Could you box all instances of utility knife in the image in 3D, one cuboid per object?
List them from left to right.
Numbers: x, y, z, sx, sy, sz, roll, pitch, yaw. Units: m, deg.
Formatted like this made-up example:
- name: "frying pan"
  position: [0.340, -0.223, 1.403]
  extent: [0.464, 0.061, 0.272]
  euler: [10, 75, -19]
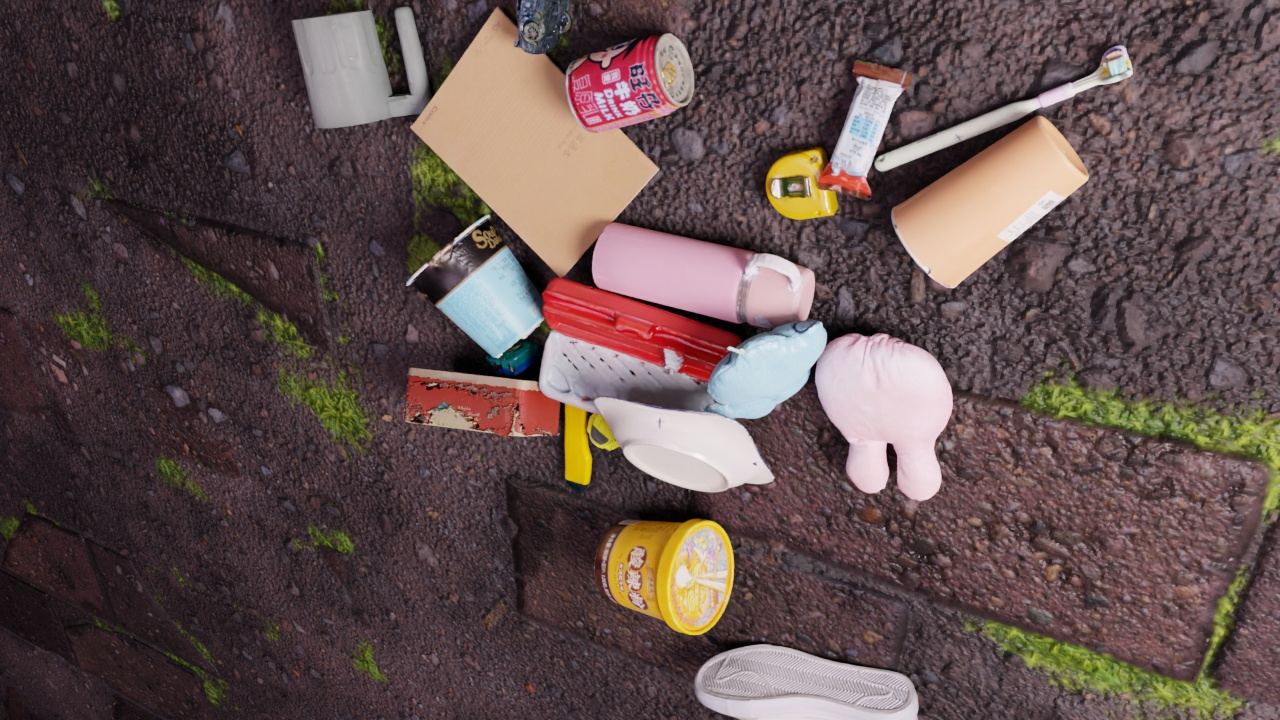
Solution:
- name: "utility knife"
  position: [-0.069, 0.084, 1.028]
  extent: [0.033, 0.015, 0.154]
  euler: [13, 121, 18]

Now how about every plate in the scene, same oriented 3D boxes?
- name: "plate"
  position: [0.039, 0.091, 0.901]
  extent: [0.164, 0.034, 0.163]
  euler: [9, 154, 28]

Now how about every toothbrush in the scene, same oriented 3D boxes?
- name: "toothbrush"
  position: [0.261, -0.181, 0.682]
  extent: [0.190, 0.029, 0.020]
  euler: [-18, 145, 38]

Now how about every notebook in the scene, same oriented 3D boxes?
- name: "notebook"
  position: [-0.104, -0.203, 0.873]
  extent: [0.211, 0.012, 0.150]
  euler: [45, 117, 0]

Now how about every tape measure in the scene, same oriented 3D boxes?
- name: "tape measure"
  position: [-0.140, -0.005, 0.996]
  extent: [0.055, 0.058, 0.025]
  euler: [3, 116, 34]
- name: "tape measure"
  position: [0.134, -0.146, 0.770]
  extent: [0.057, 0.028, 0.060]
  euler: [-3, 113, 33]

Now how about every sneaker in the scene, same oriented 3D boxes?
- name: "sneaker"
  position: [0.179, 0.377, 1.000]
  extent: [0.243, 0.089, 0.091]
  euler: [0, 120, 24]

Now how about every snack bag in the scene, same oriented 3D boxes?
- name: "snack bag"
  position: [0.175, -0.179, 0.722]
  extent: [0.048, 0.026, 0.104]
  euler: [19, 110, 16]

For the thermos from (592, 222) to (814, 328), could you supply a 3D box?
- name: "thermos"
  position: [0.054, -0.080, 0.824]
  extent: [0.199, 0.067, 0.087]
  euler: [16, 159, 25]

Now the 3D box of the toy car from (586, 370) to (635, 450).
- name: "toy car"
  position: [-0.023, 0.055, 0.974]
  extent: [0.048, 0.032, 0.105]
  euler: [41, 127, 6]

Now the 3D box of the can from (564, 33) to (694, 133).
- name: "can"
  position: [-0.009, -0.236, 0.783]
  extent: [0.094, 0.066, 0.066]
  euler: [-5, 112, 33]

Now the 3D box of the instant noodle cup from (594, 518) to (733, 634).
- name: "instant noodle cup"
  position: [0.022, 0.225, 0.991]
  extent: [0.115, 0.118, 0.118]
  euler: [3, 117, 39]

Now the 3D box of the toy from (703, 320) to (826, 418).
- name: "toy"
  position: [0.106, 0.012, 0.804]
  extent: [0.162, 0.156, 0.049]
  euler: [-36, 67, 29]

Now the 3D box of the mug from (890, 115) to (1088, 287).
- name: "mug"
  position: [0.260, -0.119, 0.682]
  extent: [0.123, 0.078, 0.078]
  euler: [-38, 92, 35]

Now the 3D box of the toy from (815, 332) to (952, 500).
- name: "toy"
  position: [0.215, 0.049, 0.812]
  extent: [0.121, 0.054, 0.159]
  euler: [6, 118, 37]

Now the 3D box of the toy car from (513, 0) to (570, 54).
- name: "toy car"
  position: [-0.081, -0.323, 0.787]
  extent: [0.037, 0.054, 0.121]
  euler: [27, 126, 14]

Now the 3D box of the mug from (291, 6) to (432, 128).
- name: "mug"
  position: [-0.275, -0.293, 0.915]
  extent: [0.124, 0.083, 0.103]
  euler: [-6, 113, 5]

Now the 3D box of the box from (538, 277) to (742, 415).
- name: "box"
  position: [-0.003, 0.001, 0.904]
  extent: [0.201, 0.064, 0.160]
  euler: [18, 136, 11]

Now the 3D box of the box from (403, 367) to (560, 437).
- name: "box"
  position: [-0.176, 0.054, 1.014]
  extent: [0.169, 0.091, 0.077]
  euler: [5, 88, 29]

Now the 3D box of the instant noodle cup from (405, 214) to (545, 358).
- name: "instant noodle cup"
  position: [-0.161, -0.070, 0.948]
  extent: [0.111, 0.111, 0.120]
  euler: [-32, 103, 39]
